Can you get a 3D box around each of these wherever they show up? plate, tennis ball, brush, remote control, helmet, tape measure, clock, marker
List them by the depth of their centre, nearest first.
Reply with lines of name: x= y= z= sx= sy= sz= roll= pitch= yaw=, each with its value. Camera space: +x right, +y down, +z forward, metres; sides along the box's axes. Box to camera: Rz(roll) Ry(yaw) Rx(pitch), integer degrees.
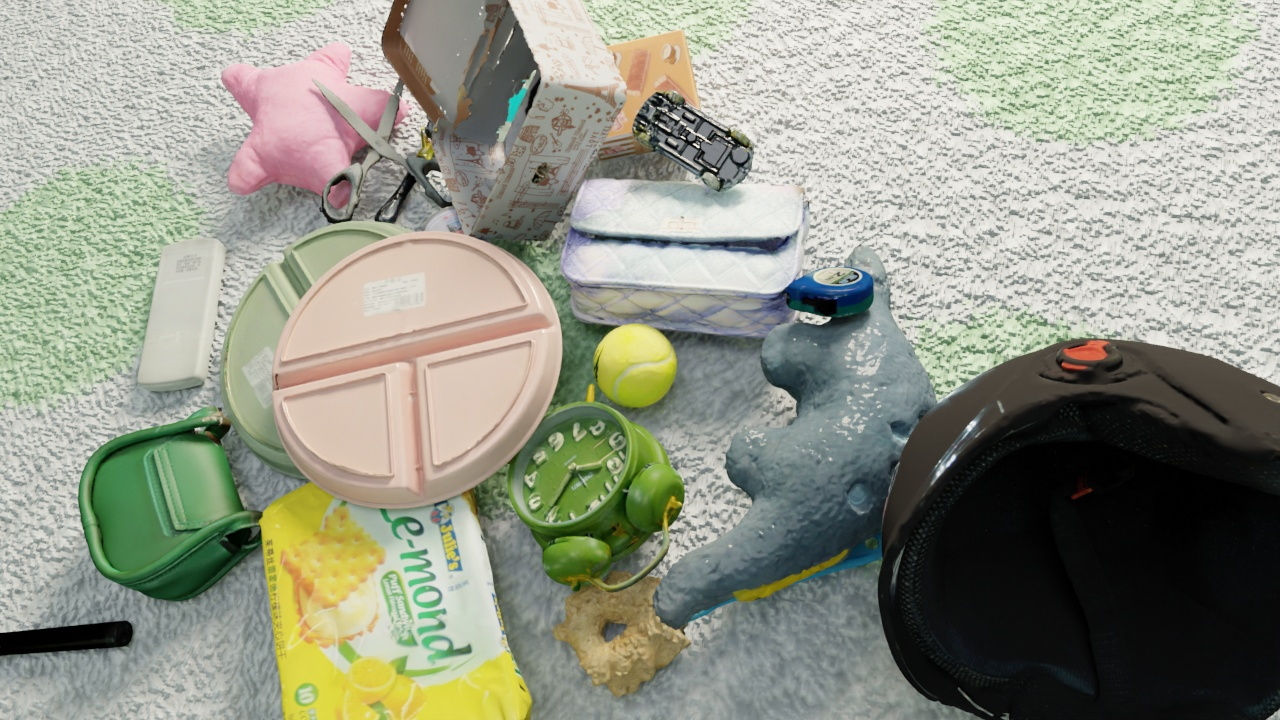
helmet: x=0.258 y=0.100 z=0.525 sx=0.274 sy=0.234 sz=0.230 roll=6 pitch=19 yaw=-3
brush: x=0.063 y=0.163 z=0.645 sx=0.254 sy=0.046 sz=0.083 roll=-18 pitch=58 yaw=-5
clock: x=-0.032 y=0.096 z=0.655 sx=0.116 sy=0.056 sz=0.161 roll=-40 pitch=47 yaw=0
tape measure: x=0.140 y=-0.048 z=0.665 sx=0.054 sy=0.025 sz=0.058 roll=20 pitch=37 yaw=41
plate: x=-0.173 y=-0.003 z=0.690 sx=0.230 sy=0.028 sz=0.229 roll=-4 pitch=64 yaw=8
marker: x=-0.458 y=0.216 z=0.706 sx=0.132 sy=0.022 sz=0.020 roll=-6 pitch=99 yaw=6
tennis ball: x=-0.004 y=0.004 z=0.715 sx=0.065 sy=0.065 sz=0.065 roll=-4 pitch=63 yaw=7
plate: x=-0.255 y=-0.016 z=0.761 sx=0.230 sy=0.027 sz=0.229 roll=-7 pitch=68 yaw=18
remote control: x=-0.412 y=-0.043 z=0.828 sx=0.058 sy=0.021 sz=0.149 roll=-7 pitch=63 yaw=6

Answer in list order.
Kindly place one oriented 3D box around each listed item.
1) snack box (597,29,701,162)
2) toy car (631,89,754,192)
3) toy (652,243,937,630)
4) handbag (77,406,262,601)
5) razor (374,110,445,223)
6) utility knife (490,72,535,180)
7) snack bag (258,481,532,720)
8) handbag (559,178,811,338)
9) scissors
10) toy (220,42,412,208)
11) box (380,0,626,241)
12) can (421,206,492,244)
snack box: x=-0.001 y=-0.228 z=0.802 sx=0.094 sy=0.092 sz=0.077 roll=-12 pitch=91 yaw=2
toy car: x=0.043 y=-0.175 z=0.737 sx=0.105 sy=0.031 sz=0.049 roll=35 pitch=94 yaw=13
toy: x=0.138 y=0.048 z=0.653 sx=0.138 sy=0.091 sz=0.355 roll=17 pitch=58 yaw=22
handbag: x=-0.362 y=0.111 z=0.716 sx=0.120 sy=0.068 sz=0.131 roll=-32 pitch=62 yaw=-4
razor: x=-0.211 y=-0.181 z=0.866 sx=0.042 sy=0.022 sz=0.142 roll=27 pitch=70 yaw=-7
utility knife: x=-0.133 y=-0.204 z=0.869 sx=0.029 sy=0.013 sz=0.192 roll=14 pitch=67 yaw=15
snack bag: x=-0.175 y=0.180 z=0.653 sx=0.158 sy=0.068 sz=0.246 roll=-20 pitch=61 yaw=-2
handbag: x=0.038 y=-0.091 z=0.746 sx=0.194 sy=0.076 sz=0.133 roll=4 pitch=50 yaw=10
scissors: x=-0.244 y=-0.194 z=0.841 sx=0.177 sy=0.014 sz=0.159 roll=45 pitch=64 yaw=2
toy: x=-0.306 y=-0.223 z=0.875 sx=0.178 sy=0.075 sz=0.194 roll=-12 pitch=65 yaw=-9
box: x=-0.128 y=-0.253 z=0.782 sx=0.088 sy=0.178 sz=0.262 roll=-3 pitch=55 yaw=-37
can: x=-0.139 y=-0.068 z=0.780 sx=0.053 sy=0.053 sz=0.134 roll=-29 pitch=63 yaw=-6
